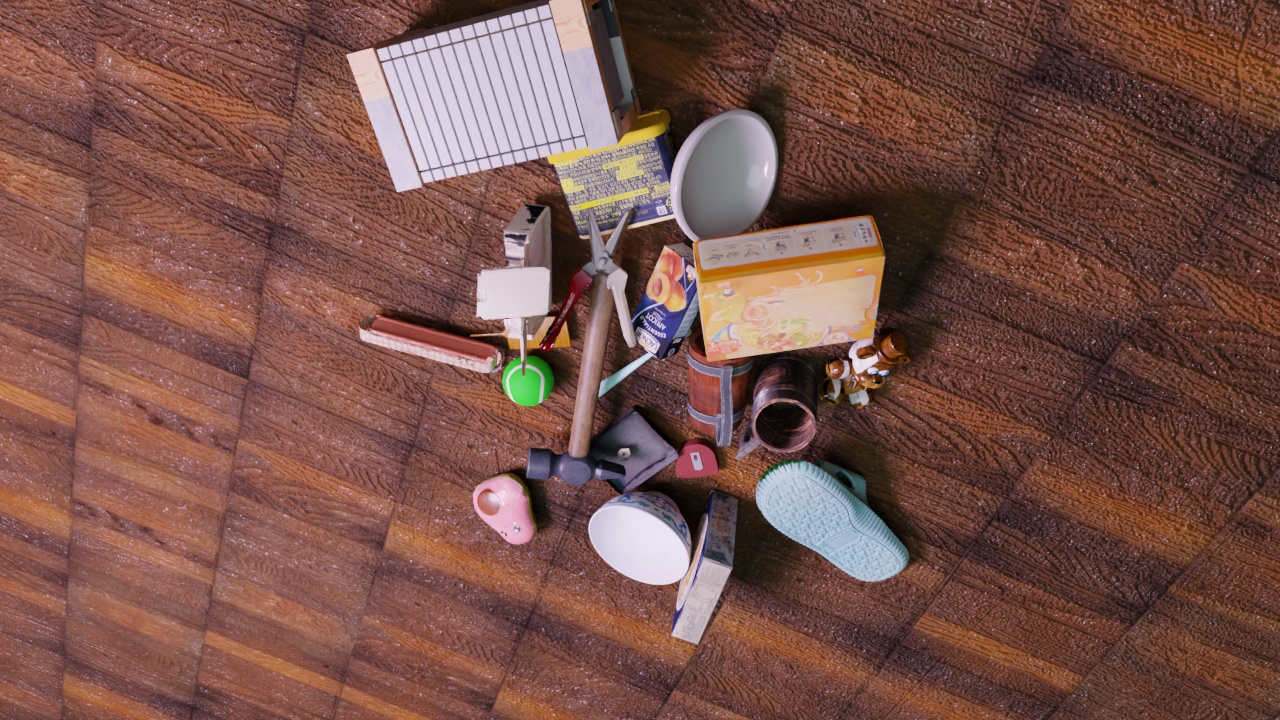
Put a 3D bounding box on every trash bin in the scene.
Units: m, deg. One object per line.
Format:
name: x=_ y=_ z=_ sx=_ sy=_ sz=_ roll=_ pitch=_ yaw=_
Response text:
trash bin: x=-0.144 y=-0.290 z=0.966 sx=0.247 sy=0.142 sz=0.142 roll=-9 pitch=116 yaw=15

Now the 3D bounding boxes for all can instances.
can: x=-0.021 y=-0.207 z=1.027 sx=0.135 sy=0.075 sz=0.104 roll=-11 pitch=117 yaw=16

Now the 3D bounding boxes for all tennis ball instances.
tennis ball: x=-0.144 y=0.026 z=1.178 sx=0.065 sy=0.065 sz=0.065 roll=5 pitch=118 yaw=8

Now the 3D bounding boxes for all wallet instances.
wallet: x=-0.016 y=0.120 z=1.225 sx=0.115 sy=0.026 sz=0.089 roll=-38 pitch=105 yaw=26

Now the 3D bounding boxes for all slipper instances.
slipper: x=0.251 y=0.201 z=1.197 sx=0.116 sy=0.069 sz=0.276 roll=-36 pitch=121 yaw=26

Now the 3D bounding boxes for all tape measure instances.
tape measure: x=0.072 y=0.131 z=1.218 sx=0.059 sy=0.019 sz=0.051 roll=-9 pitch=116 yaw=15

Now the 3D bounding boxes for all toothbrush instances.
toothbrush: x=-0.007 y=0.007 z=1.170 sx=0.181 sy=0.016 sz=0.016 roll=-34 pitch=78 yaw=26

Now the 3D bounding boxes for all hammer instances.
hammer: x=-0.060 y=0.015 z=1.140 sx=0.129 sy=0.040 sz=0.322 roll=6 pitch=116 yaw=-9

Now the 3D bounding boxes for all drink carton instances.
drink carton: x=0.036 y=-0.070 z=1.095 sx=0.064 sy=0.040 sz=0.130 roll=39 pitch=122 yaw=23

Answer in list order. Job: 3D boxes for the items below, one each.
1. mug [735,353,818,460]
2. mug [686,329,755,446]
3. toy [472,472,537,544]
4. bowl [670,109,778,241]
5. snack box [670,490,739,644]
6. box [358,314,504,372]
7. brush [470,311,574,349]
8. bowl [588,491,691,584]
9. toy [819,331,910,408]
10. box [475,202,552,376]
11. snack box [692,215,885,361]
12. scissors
mug: x=0.162 y=0.062 z=1.113 sx=0.080 sy=0.107 sz=0.116 roll=41 pitch=117 yaw=-11
mug: x=0.097 y=0.036 z=1.110 sx=0.081 sy=0.117 sz=0.111 roll=-1 pitch=122 yaw=-4
toy: x=-0.184 y=0.210 z=1.291 sx=0.090 sy=0.051 sz=0.110 roll=-23 pitch=112 yaw=22
bowl: x=0.082 y=-0.200 z=0.995 sx=0.043 sy=0.149 sz=0.150 roll=32 pitch=130 yaw=43
snack box: x=0.087 y=0.273 z=1.218 sx=0.042 sy=0.144 sz=0.145 roll=17 pitch=120 yaw=0
box: x=-0.272 y=-0.017 z=1.189 sx=0.187 sy=0.056 sz=0.067 roll=14 pitch=151 yaw=5
brush: x=-0.151 y=-0.038 z=1.172 sx=0.126 sy=0.017 sz=0.048 roll=-2 pitch=117 yaw=12
bowl: x=0.011 y=0.225 z=1.240 sx=0.144 sy=0.074 sz=0.144 roll=15 pitch=131 yaw=18
toy: x=0.268 y=0.008 z=1.083 sx=0.087 sy=0.067 sz=0.113 roll=8 pitch=153 yaw=-29
box: x=-0.123 y=-0.080 z=1.049 sx=0.080 sy=0.179 sz=0.144 roll=7 pitch=125 yaw=8
snack box: x=0.161 y=-0.082 z=1.020 sx=0.195 sy=0.080 sz=0.145 roll=-8 pitch=144 yaw=3
scissors: x=-0.046 y=-0.078 z=1.051 sx=0.199 sy=0.015 sz=0.179 roll=-43 pitch=130 yaw=12
